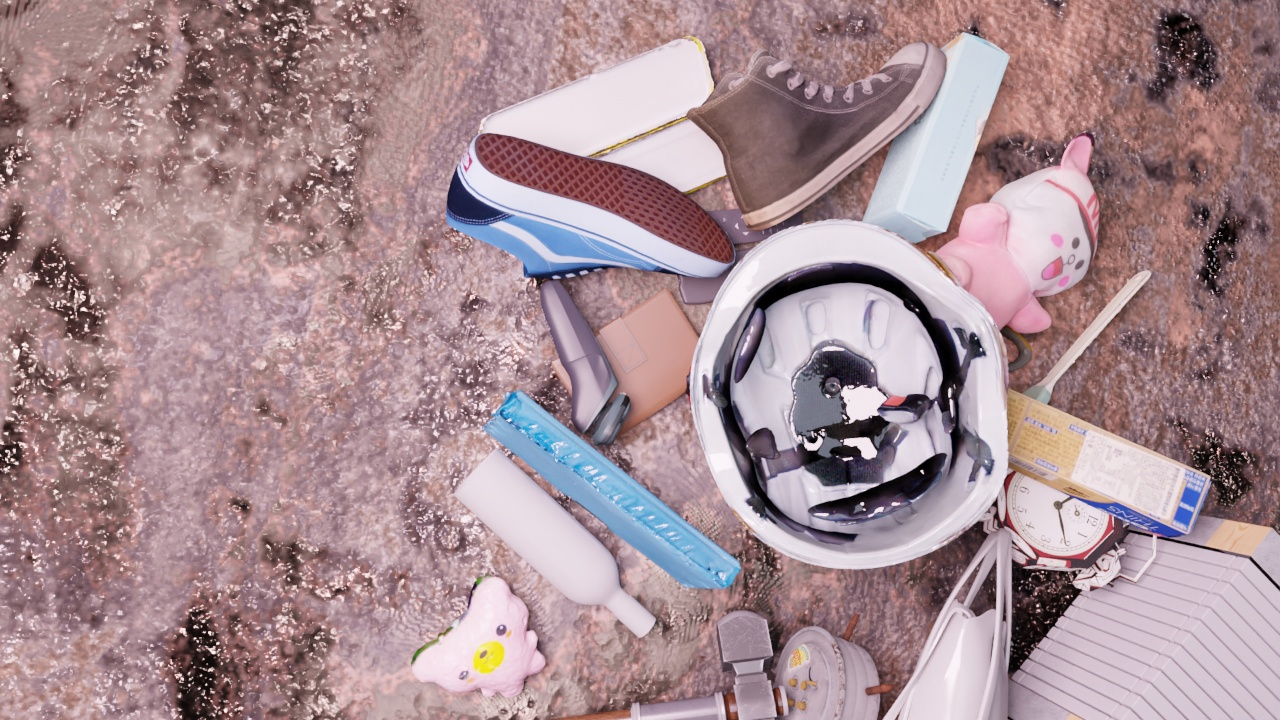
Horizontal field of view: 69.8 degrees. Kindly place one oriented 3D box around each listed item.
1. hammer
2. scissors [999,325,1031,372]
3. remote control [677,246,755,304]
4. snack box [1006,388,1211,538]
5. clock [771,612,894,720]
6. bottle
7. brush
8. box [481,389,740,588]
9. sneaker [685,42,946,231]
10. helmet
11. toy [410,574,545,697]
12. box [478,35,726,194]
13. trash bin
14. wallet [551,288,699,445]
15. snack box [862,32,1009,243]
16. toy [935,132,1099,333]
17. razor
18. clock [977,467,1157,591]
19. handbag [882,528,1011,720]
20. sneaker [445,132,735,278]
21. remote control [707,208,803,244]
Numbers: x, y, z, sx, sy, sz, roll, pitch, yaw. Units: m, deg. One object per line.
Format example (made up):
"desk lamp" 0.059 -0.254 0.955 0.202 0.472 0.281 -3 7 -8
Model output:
"hammer" -0.041 0.300 0.754 0.322 0.043 0.155 -7 59 -1
"scissors" 0.248 -0.005 0.836 0.225 0.016 0.162 19 85 -8
"remote control" 0.093 -0.079 0.814 0.124 0.009 0.046 -9 90 -10
"snack box" 0.364 0.081 0.782 0.207 0.057 0.056 26 80 10
"clock" 0.147 0.291 0.777 0.056 0.103 0.148 17 116 -19
"bottle" -0.065 0.157 0.760 0.195 0.052 0.052 44 82 -6
"brush" 0.407 -0.009 0.856 0.012 0.033 0.217 45 81 -6
"box" -0.027 0.110 0.748 0.231 0.093 0.048 39 82 -8
"sneaker" 0.153 -0.225 0.776 0.234 0.095 0.120 -37 107 -7
"helmet" 0.161 0.030 0.745 0.237 0.163 0.264 -15 82 4
"toy" -0.125 0.236 0.749 0.093 0.050 0.102 45 85 -11
"box" -0.023 -0.183 0.784 0.209 0.039 0.130 -24 105 -9
"trash bin" 0.466 0.274 0.802 0.142 0.142 0.246 44 82 -6
"wallet" -0.005 0.005 0.793 0.121 0.013 0.087 -33 94 -5
"snack box" 0.260 -0.193 0.813 0.053 0.075 0.174 23 84 -9
"toy" 0.328 -0.093 0.806 0.213 0.084 0.142 -40 123 -12
"razor" -0.051 0.001 0.760 0.052 0.047 0.143 -24 90 -10
"clock" 0.384 0.143 0.826 0.155 0.065 0.114 25 77 9
"handbag" 0.270 0.249 0.773 0.096 0.215 0.222 14 78 28
"sneaker" -0.043 -0.105 0.752 0.241 0.099 0.083 14 48 -25
"remote control" 0.077 -0.117 0.809 0.136 0.015 0.032 -8 90 -11
